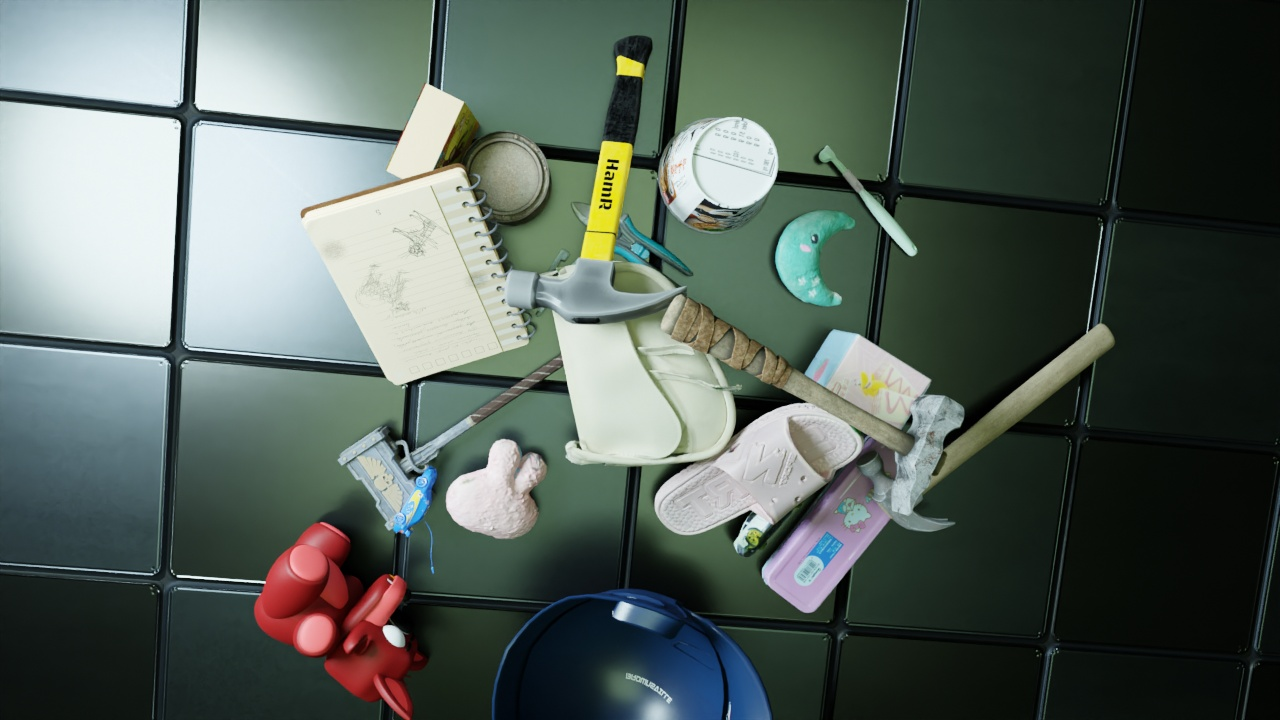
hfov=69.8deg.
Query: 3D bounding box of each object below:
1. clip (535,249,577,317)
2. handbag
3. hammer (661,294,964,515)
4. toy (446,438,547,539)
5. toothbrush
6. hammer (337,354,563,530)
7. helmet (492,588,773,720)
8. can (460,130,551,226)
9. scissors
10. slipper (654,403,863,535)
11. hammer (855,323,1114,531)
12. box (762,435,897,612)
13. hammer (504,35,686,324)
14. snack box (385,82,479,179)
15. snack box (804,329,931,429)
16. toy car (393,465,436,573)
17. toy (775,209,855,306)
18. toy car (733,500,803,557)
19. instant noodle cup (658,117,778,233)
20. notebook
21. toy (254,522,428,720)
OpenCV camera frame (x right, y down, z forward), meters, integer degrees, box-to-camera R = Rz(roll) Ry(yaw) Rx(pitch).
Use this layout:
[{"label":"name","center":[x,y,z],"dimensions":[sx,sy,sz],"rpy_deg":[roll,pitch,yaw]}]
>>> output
[{"label":"clip","center":[-0.096,-0.083,0.982],"dimensions":[0.044,0.023,0.076],"rpy_deg":[38,90,-4]},{"label":"handbag","center":[-0.006,0.005,0.930],"dimensions":[0.184,0.132,0.229],"rpy_deg":[-15,97,-9]},{"label":"hammer","center":[0.162,0.030,0.882],"dimensions":[0.318,0.049,0.121],"rpy_deg":[29,84,-11]},{"label":"toy","center":[-0.147,0.138,0.978],"dimensions":[0.108,0.053,0.105],"rpy_deg":[32,90,-31]},{"label":"toothbrush","center":[0.249,-0.172,0.997],"dimensions":[0.155,0.015,0.022],"rpy_deg":[46,60,-7]},{"label":"hammer","center":[-0.159,0.050,0.985],"dimensions":[0.322,0.044,0.098],"rpy_deg":[-34,97,-2]},{"label":"helmet","center":[0.002,0.358,0.927],"dimensions":[0.272,0.223,0.232],"rpy_deg":[24,78,24]},{"label":"can","center":[-0.137,-0.185,0.942],"dimensions":[0.090,0.074,0.090],"rpy_deg":[0,96,-4]},{"label":"scissors","center":[-0.006,-0.130,0.985],"dimensions":[0.138,0.019,0.136],"rpy_deg":[-16,94,-1]},{"label":"slipper","center":[0.117,0.125,0.955],"dimensions":[0.240,0.064,0.094],"rpy_deg":[-31,114,22]},{"label":"hammer","center":[0.392,0.065,1.010],"dimensions":[0.331,0.031,0.119],"rpy_deg":[-37,101,-9]},{"label":"box","center":[0.225,0.180,1.023],"dimensions":[0.076,0.033,0.214],"rpy_deg":[38,92,-8]},{"label":"hammer","center":[-0.023,-0.186,0.914],"dimensions":[0.170,0.034,0.324],"rpy_deg":[7,72,5]},{"label":"snack box","center":[-0.203,-0.213,0.910],"dimensions":[0.040,0.126,0.088],"rpy_deg":[25,93,-6]},{"label":"snack box","center":[0.235,0.025,0.977],"dimensions":[0.095,0.093,0.079],"rpy_deg":[32,92,-7]},{"label":"toy car","center":[-0.216,0.163,0.945],"dimensions":[0.062,0.033,0.092],"rpy_deg":[31,89,-1]},{"label":"toy","center":[0.188,-0.115,0.993],"dimensions":[0.085,0.033,0.105],"rpy_deg":[11,94,-15]},{"label":"toy car","center":[0.142,0.172,1.012],"dimensions":[0.105,0.048,0.033],"rpy_deg":[-48,65,3]},{"label":"instant noodle cup","center":[0.085,-0.193,0.931],"dimensions":[0.123,0.121,0.123],"rpy_deg":[0,96,-4]},{"label":"notebook","center":[-0.209,-0.078,0.908],"dimensions":[0.167,0.024,0.226],"rpy_deg":[-17,135,-2]},{"label":"toy","center":[-0.293,0.266,0.937],"dimensions":[0.197,0.158,0.120],"rpy_deg":[44,85,-7]}]
